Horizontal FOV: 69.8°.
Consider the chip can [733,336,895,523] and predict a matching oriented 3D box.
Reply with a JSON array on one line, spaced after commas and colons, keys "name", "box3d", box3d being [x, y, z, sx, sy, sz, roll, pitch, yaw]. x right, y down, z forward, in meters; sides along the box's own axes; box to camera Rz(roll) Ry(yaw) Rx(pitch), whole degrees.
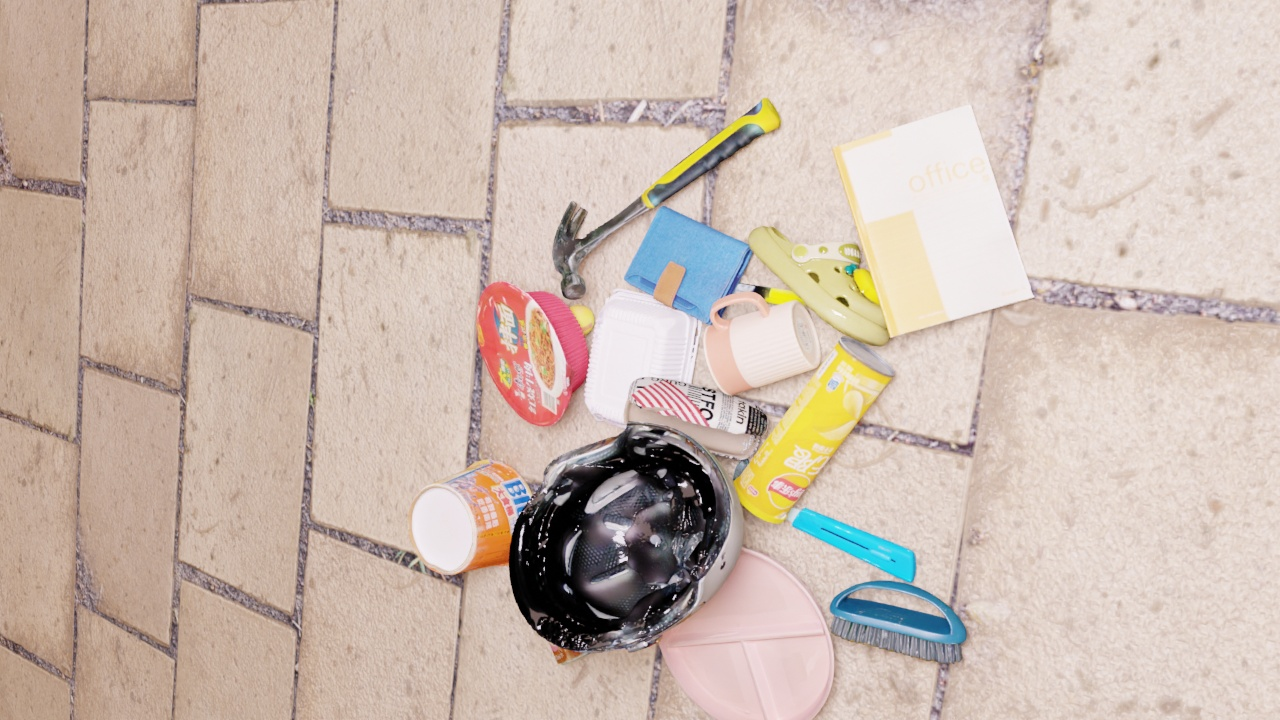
[{"name": "chip can", "box3d": [0.185, 0.077, 1.002, 0.072, 0.072, 0.214, 41, 112, 22]}]

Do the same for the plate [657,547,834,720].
[{"name": "plate", "box3d": [0.121, 0.323, 1.071, 0.230, 0.028, 0.229, 8, 104, 33]}]

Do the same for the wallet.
[{"name": "wallet", "box3d": [0.054, -0.112, 1.078, 0.133, 0.040, 0.106, 30, 97, 29]}]

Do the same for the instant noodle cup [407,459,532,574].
[{"name": "instant noodle cup", "box3d": [-0.232, 0.216, 1.236, 0.152, 0.111, 0.151, 3, 95, 31]}]

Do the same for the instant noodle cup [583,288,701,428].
[{"name": "instant noodle cup", "box3d": [-0.007, 0.007, 1.118, 0.138, 0.060, 0.173, 15, 102, 29]}]

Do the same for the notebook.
[{"name": "notebook", "box3d": [0.293, -0.141, 0.926, 0.146, 0.010, 0.206, -16, 85, 7]}]

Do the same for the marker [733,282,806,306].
[{"name": "marker", "box3d": [0.135, -0.077, 1.054, 0.124, 0.015, 0.018, 13, 96, 32]}]

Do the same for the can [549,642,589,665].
[{"name": "can", "box3d": [-0.109, 0.319, 1.201, 0.058, 0.057, 0.147, -30, 79, 29]}]

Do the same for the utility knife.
[{"name": "utility knife", "box3d": [0.229, 0.198, 1.015, 0.160, 0.018, 0.034, 21, 104, 29]}]

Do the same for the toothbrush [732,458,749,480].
[{"name": "toothbrush", "box3d": [0.095, 0.204, 1.095, 0.016, 0.018, 0.192, 24, 105, 28]}]

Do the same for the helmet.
[{"name": "helmet", "box3d": [0.002, 0.199, 1.024, 0.275, 0.156, 0.230, -40, 60, 19]}]

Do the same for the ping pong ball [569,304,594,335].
[{"name": "ping pong ball", "box3d": [-0.079, -0.051, 1.166, 0.040, 0.040, 0.040, 2, 95, 31]}]

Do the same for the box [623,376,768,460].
[{"name": "box", "box3d": [0.061, 0.071, 1.054, 0.163, 0.076, 0.088, 11, 125, -1]}]

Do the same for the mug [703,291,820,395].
[{"name": "mug", "box3d": [0.128, -0.026, 1.012, 0.106, 0.081, 0.114, -18, 119, 28]}]

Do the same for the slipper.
[{"name": "slipper", "box3d": [0.198, -0.094, 0.973, 0.190, 0.091, 0.082, 45, 109, 22]}]

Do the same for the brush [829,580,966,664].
[{"name": "brush", "box3d": [0.272, 0.271, 0.973, 0.144, 0.055, 0.073, 7, 98, 31]}]

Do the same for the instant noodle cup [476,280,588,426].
[{"name": "instant noodle cup", "box3d": [-0.128, -0.015, 1.158, 0.194, 0.065, 0.194, 29, 130, 41]}]

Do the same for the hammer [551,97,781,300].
[{"name": "hammer", "box3d": [0.022, -0.202, 1.084, 0.324, 0.032, 0.126, -33, 51, 23]}]
